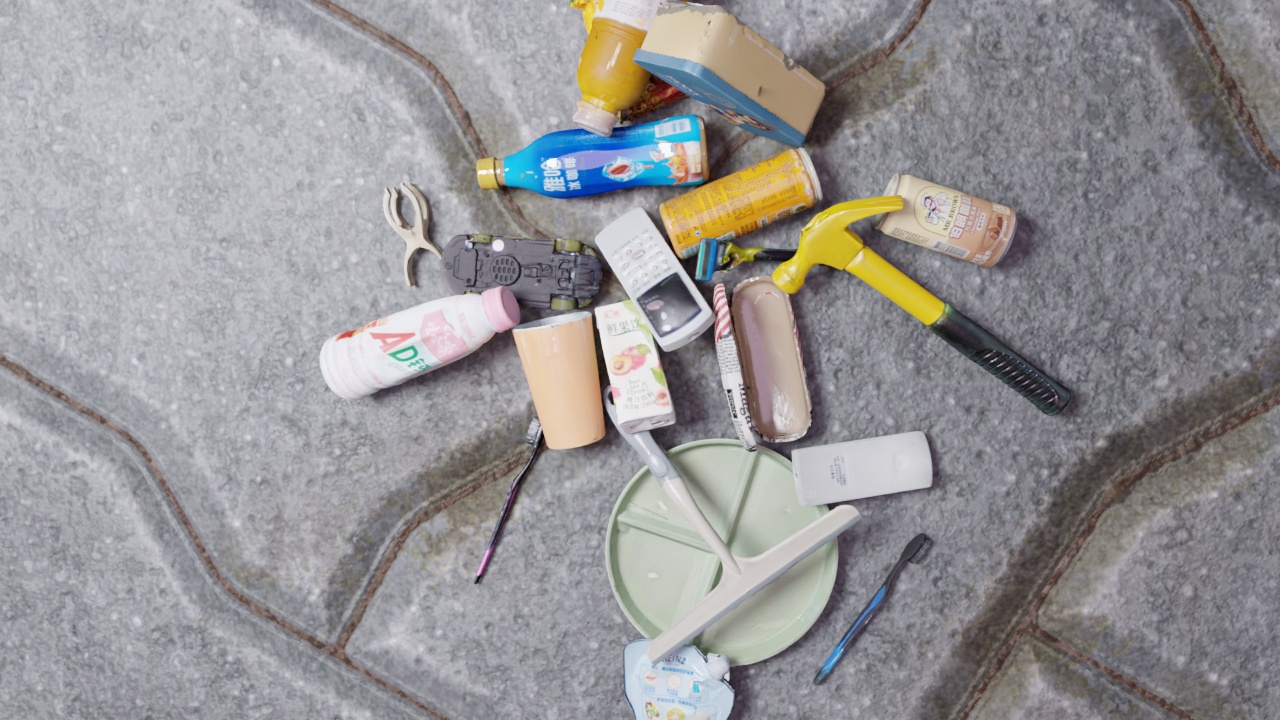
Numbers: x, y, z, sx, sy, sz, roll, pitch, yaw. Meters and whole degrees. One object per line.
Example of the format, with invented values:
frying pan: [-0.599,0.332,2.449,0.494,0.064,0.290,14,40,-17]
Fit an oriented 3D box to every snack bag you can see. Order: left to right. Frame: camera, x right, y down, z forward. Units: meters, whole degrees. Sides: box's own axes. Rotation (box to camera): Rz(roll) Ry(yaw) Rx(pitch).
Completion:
snack bag: [0.037,0.370,0.918,0.110,0.038,0.191,5,103,18]

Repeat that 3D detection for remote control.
remote control: [0.012,-0.078,0.863,0.058,0.021,0.150,-35,62,6]
remote control: [0.214,0.104,0.885,0.135,0.019,0.056,-8,88,-8]

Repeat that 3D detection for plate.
plate: [0.080,0.190,0.914,0.230,0.027,0.230,0,96,4]

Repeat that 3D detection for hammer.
hammer: [0.276,-0.042,0.852,0.300,0.032,0.129,34,120,-9]

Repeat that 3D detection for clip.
clip: [-0.224,-0.126,0.908,0.072,0.034,0.100,-18,102,5]

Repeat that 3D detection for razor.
razor: [0.120,-0.100,0.872,0.142,0.022,0.043,-3,121,-15]

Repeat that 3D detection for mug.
mug: [-0.074,0.020,0.890,0.078,0.078,0.123,-10,100,5]

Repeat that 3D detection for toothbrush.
toothbrush: [-0.136,0.143,0.933,0.018,0.014,0.189,25,97,12]
toothbrush: [0.230,0.250,0.915,0.016,0.014,0.189,30,98,-23]

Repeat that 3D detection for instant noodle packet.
instant noodle packet: [0.006,-0.305,0.867,0.111,0.044,0.128,-23,93,2]

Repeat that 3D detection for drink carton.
drink carton: [-0.005,0.005,0.873,0.053,0.045,0.122,-14,67,3]

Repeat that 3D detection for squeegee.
squeegee: [0.036,0.122,0.872,0.247,0.039,0.246,-37,79,8]

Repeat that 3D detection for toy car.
toy car: [-0.116,-0.088,0.896,0.158,0.042,0.070,6,95,2]

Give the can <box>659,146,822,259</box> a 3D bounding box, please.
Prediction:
can: [0.094,-0.148,0.866,0.146,0.058,0.058,-22,93,6]

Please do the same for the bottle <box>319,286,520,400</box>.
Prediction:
bottle: [-0.209,-0.020,0.881,0.197,0.068,0.068,-19,93,16]

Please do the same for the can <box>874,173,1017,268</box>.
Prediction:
can: [0.283,-0.130,0.853,0.116,0.058,0.058,19,96,3]

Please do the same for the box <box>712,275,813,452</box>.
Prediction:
box: [0.109,0.003,0.865,0.076,0.086,0.162,-8,94,28]

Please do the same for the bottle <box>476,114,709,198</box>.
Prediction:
bottle: [-0.045,-0.188,0.870,0.219,0.065,0.065,-6,94,5]

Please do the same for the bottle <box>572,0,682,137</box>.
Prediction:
bottle: [-0.009,-0.293,0.812,0.068,0.068,0.189,23,97,2]

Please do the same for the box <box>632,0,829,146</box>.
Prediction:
box: [0.078,-0.251,0.799,0.184,0.090,0.062,15,101,-42]
